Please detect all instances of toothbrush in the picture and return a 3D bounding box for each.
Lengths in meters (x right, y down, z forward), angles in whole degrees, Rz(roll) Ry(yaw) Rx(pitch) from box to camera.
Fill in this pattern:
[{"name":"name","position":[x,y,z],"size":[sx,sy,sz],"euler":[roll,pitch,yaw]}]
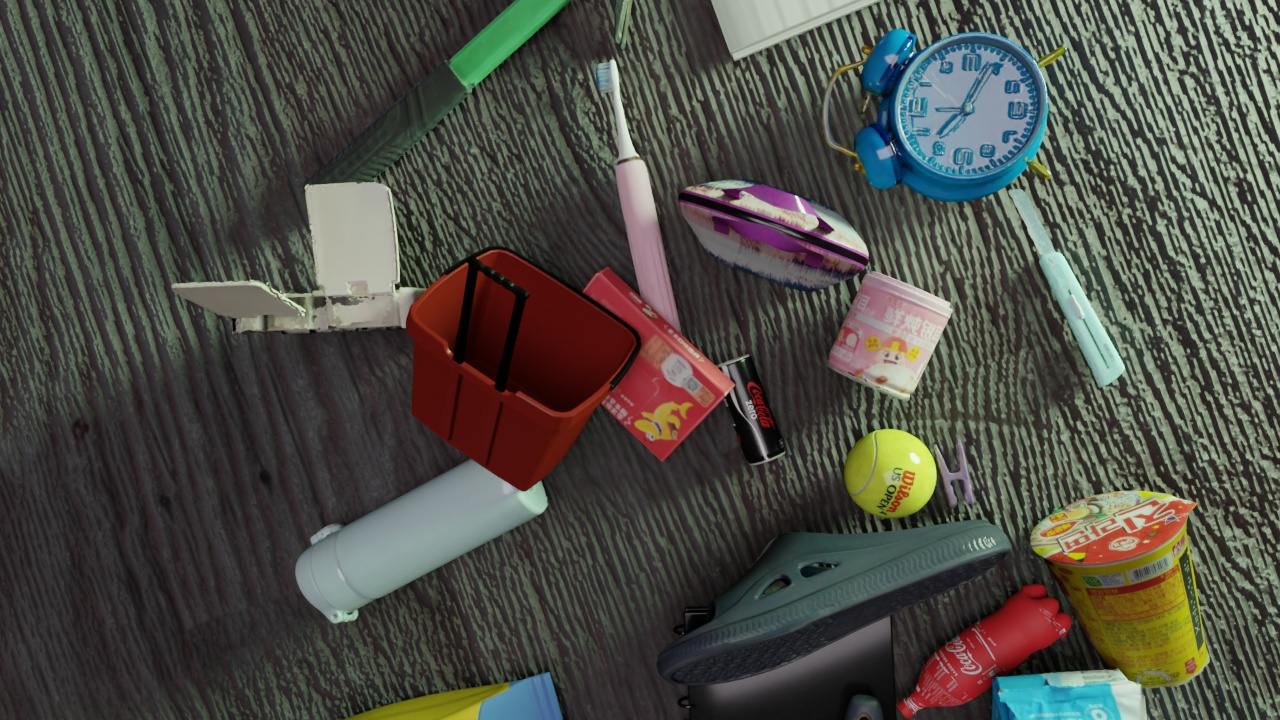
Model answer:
[{"name":"toothbrush","position":[-0.003,-0.122,0.709],"size":[0.026,0.027,0.222],"euler":[-12,91,4]}]

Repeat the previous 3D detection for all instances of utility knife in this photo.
[{"name":"utility knife","position":[0.309,-0.056,0.671],"size":[0.022,0.015,0.158],"euler":[-27,86,11]}]

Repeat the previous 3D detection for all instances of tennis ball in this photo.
[{"name":"tennis ball","position":[0.183,0.083,0.673],"size":[0.065,0.065,0.065],"euler":[1,94,9]}]

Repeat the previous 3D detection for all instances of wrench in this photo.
[{"name":"wrench","position":[0.167,0.389,0.704],"size":[0.073,0.022,0.273],"euler":[1,95,13]}]

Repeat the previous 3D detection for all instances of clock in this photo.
[{"name":"clock","position":[0.211,-0.174,0.652],"size":[0.161,0.060,0.117],"euler":[3,95,10]}]

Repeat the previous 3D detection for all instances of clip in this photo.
[{"name":"clip","position":[0.235,0.086,0.692],"size":[0.036,0.013,0.052],"euler":[-11,95,11]}]

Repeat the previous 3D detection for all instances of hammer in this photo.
[{"name":"hammer","position":[-0.141,-0.225,0.723],"size":[0.319,0.032,0.130],"euler":[-37,88,10]}]

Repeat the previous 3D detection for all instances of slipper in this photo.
[{"name":"slipper","position":[0.130,0.156,0.666],"size":[0.268,0.111,0.083],"euler":[-20,61,-3]}]

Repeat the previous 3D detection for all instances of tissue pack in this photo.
[{"name":"tissue pack","position":[0.299,0.275,0.649],"size":[0.093,0.061,0.144],"euler":[-7,130,9]}]

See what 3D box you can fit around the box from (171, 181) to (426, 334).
[{"name":"box","position":[-0.233,-0.067,0.679],"size":[0.145,0.187,0.101],"euler":[-2,78,2]}]

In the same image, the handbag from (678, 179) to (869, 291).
[{"name":"handbag","position":[0.091,-0.090,0.622],"size":[0.144,0.169,0.068],"euler":[21,97,7]}]

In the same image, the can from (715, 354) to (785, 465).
[{"name":"can","position":[0.083,0.038,0.703],"size":[0.031,0.031,0.080],"euler":[-21,91,10]}]

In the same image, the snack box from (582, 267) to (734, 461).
[{"name":"snack box","position":[-0.004,0.004,0.704],"size":[0.133,0.021,0.089],"euler":[43,124,4]}]

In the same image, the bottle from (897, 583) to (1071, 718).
[{"name":"bottle","position":[0.252,0.221,0.684],"size":[0.142,0.042,0.042],"euler":[-40,87,10]}]

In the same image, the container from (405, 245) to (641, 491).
[{"name":"container","position":[-0.083,-0.016,0.644],"size":[0.148,0.126,0.201],"euler":[33,135,9]}]

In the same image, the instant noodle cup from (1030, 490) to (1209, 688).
[{"name":"instant noodle cup","position":[0.342,0.164,0.644],"size":[0.100,0.100,0.112],"euler":[-21,100,10]}]

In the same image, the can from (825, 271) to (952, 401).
[{"name":"can","position":[0.180,-0.018,0.665],"size":[0.067,0.067,0.076],"euler":[24,99,7]}]

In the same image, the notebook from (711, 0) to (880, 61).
[{"name":"notebook","position":[0.143,-0.329,0.678],"size":[0.210,0.009,0.142],"euler":[-20,90,10]}]

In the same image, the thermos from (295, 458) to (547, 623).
[{"name":"thermos","position":[-0.179,0.138,0.737],"size":[0.207,0.065,0.078],"euler":[-28,76,10]}]

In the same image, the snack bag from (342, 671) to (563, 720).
[{"name":"snack bag","position":[-0.151,0.352,0.738],"size":[0.205,0.102,0.159],"euler":[-16,91,-3]}]

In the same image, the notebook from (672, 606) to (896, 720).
[{"name":"notebook","position":[0.116,0.309,0.725],"size":[0.169,0.019,0.231],"euler":[-3,94,8]}]
